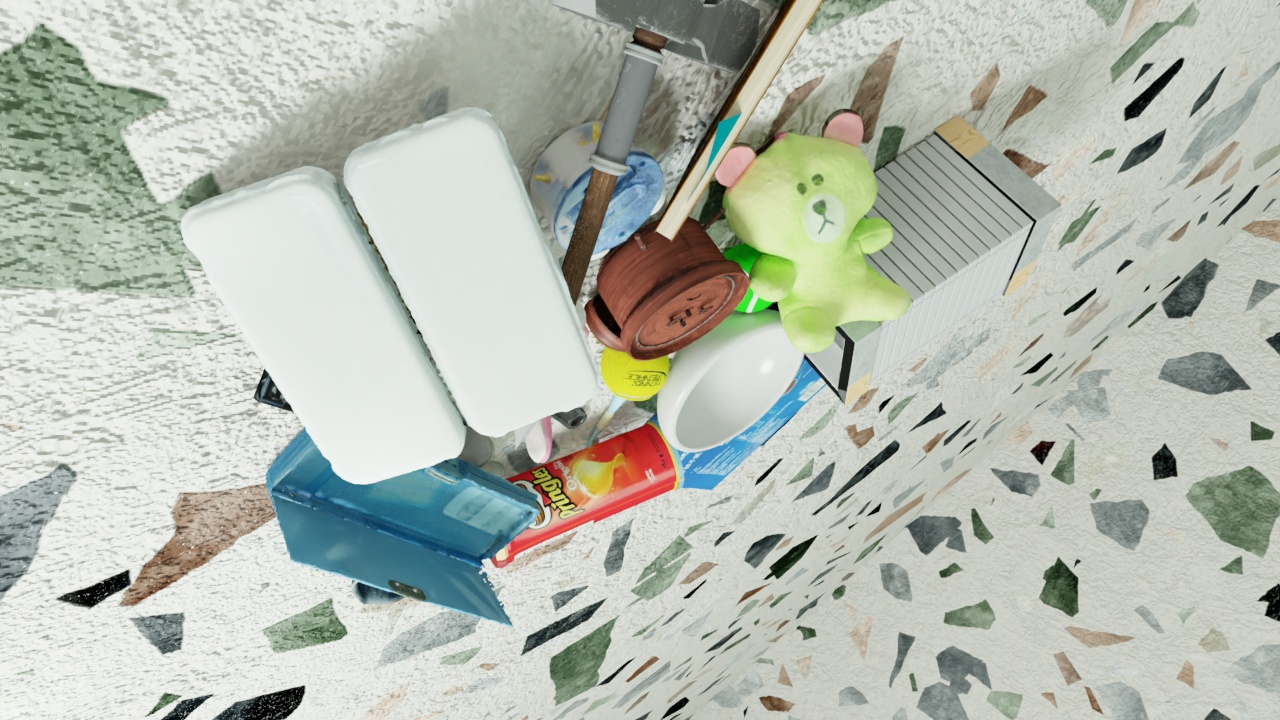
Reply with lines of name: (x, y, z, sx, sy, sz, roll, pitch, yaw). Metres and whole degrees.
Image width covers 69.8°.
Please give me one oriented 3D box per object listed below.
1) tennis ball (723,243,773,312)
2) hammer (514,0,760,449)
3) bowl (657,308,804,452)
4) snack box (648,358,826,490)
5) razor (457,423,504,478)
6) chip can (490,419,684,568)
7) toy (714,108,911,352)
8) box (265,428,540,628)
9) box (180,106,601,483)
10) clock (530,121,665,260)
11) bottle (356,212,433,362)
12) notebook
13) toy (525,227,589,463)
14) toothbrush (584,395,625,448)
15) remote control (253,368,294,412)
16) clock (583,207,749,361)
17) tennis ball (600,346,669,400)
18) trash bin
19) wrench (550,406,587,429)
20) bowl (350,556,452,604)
tennis ball: (0.102, -0.078, 0.867, 0.065, 0.065, 0.065, -29, 153, -17)
hammer: (-0.032, -0.088, 0.583, 0.155, 0.043, 0.323, 2, 114, -46)
bowl: (0.082, 0.010, 0.939, 0.176, 0.066, 0.177, -28, 147, -21)
snack box: (0.110, 0.063, 1.118, 0.239, 0.056, 0.195, -45, 152, 17)
razor: (-0.161, 0.101, 0.871, 0.088, 0.047, 0.116, -40, 161, 6)
chip can: (-0.067, 0.137, 0.963, 0.213, 0.087, 0.087, -20, 150, -19)
toy: (0.147, -0.111, 0.795, 0.150, 0.197, 0.107, -23, -164, -10)
box: (-0.178, 0.137, 0.751, 0.094, 0.111, 0.231, -44, 134, 12)
box: (-0.137, -0.027, 0.544, 0.191, 0.045, 0.209, -17, 123, 1)
clock: (-0.027, -0.117, 0.662, 0.089, 0.052, 0.125, -39, 154, 3)
bottle: (-0.165, -0.029, 0.626, 0.059, 0.059, 0.166, -25, 151, -22)
notebook: (0.079, -0.191, 0.596, 0.250, 0.014, 0.178, -56, -174, 34)
toy: (-0.084, -0.035, 0.680, 0.084, 0.158, 0.194, 1, 141, 11)
toothbrush: (-0.023, 0.045, 0.970, 0.022, 0.016, 0.155, -41, 167, -52)
remote control: (-0.216, 0.026, 0.674, 0.150, 0.022, 0.047, 31, 73, -56)
clock: (0.018, -0.055, 0.780, 0.120, 0.072, 0.158, -21, 159, -29)
tennis ball: (-0.005, 0.005, 0.870, 0.065, 0.065, 0.065, -29, 153, -17)
trash bin: (0.269, -0.101, 0.945, 0.246, 0.142, 0.142, -33, 154, -8)
wrench: (-0.101, 0.021, 0.836, 0.073, 0.018, 0.273, -39, 155, 2)
bowl: (-0.236, 0.186, 0.894, 0.110, 0.055, 0.110, -28, 152, -16)
